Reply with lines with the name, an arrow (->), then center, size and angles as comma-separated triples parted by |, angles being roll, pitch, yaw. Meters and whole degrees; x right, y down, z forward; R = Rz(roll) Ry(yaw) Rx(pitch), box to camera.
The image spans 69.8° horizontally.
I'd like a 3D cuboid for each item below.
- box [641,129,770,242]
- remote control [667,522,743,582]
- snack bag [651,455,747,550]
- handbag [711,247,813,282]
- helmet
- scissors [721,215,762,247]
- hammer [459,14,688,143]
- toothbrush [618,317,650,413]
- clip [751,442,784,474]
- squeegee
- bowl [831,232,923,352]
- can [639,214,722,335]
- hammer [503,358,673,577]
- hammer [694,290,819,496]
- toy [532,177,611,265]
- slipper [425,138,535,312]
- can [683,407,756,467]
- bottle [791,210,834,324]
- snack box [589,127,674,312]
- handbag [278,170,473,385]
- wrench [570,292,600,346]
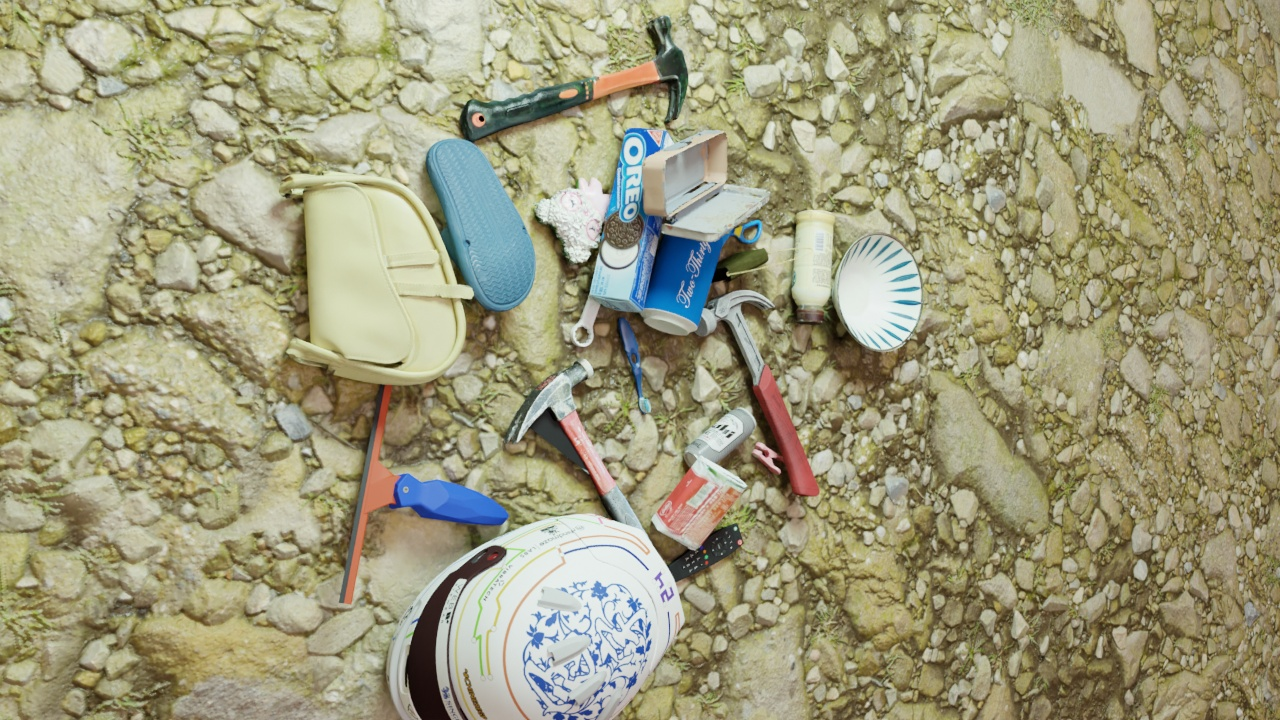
box -> 0.087, -0.227, 1.161 | 0.215, 0.096, 0.105 | -41, 129, -55
remote control -> 0.089, 0.264, 1.257 | 0.124, 0.010, 0.039 | -24, 102, -29
snack bag -> 0.077, 0.188, 1.210 | 0.077, 0.036, 0.116 | 32, 100, -28
handbag -> 0.163, -0.129, 1.209 | 0.083, 0.178, 0.027 | -28, 104, -29
helmet -> -0.109, 0.303, 1.003 | 0.313, 0.236, 0.231 | -30, 102, -28
scissors -> 0.115, -0.189, 1.278 | 0.131, 0.019, 0.105 | -24, 98, -30
hammer -> -0.077, -0.337, 1.155 | 0.332, 0.033, 0.133 | -24, 102, -28
toothbrush -> -0.007, 0.007, 1.199 | 0.021, 0.016, 0.132 | -20, 100, -33
clip -> 0.186, 0.135, 1.313 | 0.058, 0.022, 0.037 | 36, 75, -24
squeegee -> -0.227, 0.159, 1.039 | 0.184, 0.055, 0.249 | 24, 62, -41
bowl -> 0.339, -0.100, 1.379 | 0.177, 0.071, 0.177 | 0, 90, -32
can -> 0.054, -0.111, 1.201 | 0.079, 0.079, 0.146 | 23, 77, -29
hammer -> -0.049, 0.169, 1.162 | 0.140, 0.036, 0.326 | -37, 108, -28
hammer -> 0.182, 0.050, 1.291 | 0.126, 0.036, 0.316 | -30, 99, -31
toy -> -0.072, -0.184, 1.148 | 0.108, 0.041, 0.096 | -47, 112, -25
slipper -> -0.188, -0.157, 1.068 | 0.103, 0.059, 0.213 | -17, 84, -39
can -> 0.109, 0.109, 1.252 | 0.106, 0.044, 0.044 | -36, 107, -27
bottle -> 0.250, -0.134, 1.334 | 0.056, 0.057, 0.162 | 6, 87, -31
snack box -> -0.007, -0.177, 1.155 | 0.059, 0.059, 0.226 | 32, 69, -68
handbag -> -0.285, -0.087, 0.989 | 0.190, 0.089, 0.233 | -4, 90, -25
wrench -> -0.035, -0.145, 1.187 | 0.047, 0.009, 0.273 | 26, 76, -29
